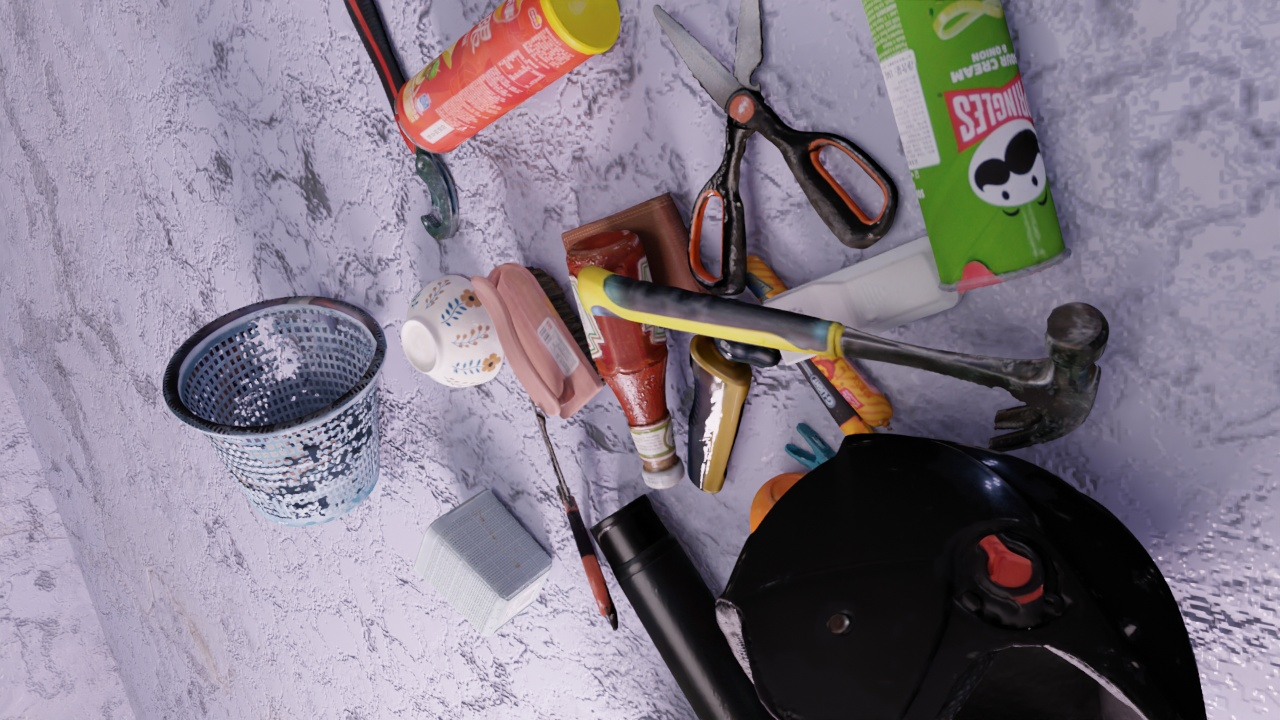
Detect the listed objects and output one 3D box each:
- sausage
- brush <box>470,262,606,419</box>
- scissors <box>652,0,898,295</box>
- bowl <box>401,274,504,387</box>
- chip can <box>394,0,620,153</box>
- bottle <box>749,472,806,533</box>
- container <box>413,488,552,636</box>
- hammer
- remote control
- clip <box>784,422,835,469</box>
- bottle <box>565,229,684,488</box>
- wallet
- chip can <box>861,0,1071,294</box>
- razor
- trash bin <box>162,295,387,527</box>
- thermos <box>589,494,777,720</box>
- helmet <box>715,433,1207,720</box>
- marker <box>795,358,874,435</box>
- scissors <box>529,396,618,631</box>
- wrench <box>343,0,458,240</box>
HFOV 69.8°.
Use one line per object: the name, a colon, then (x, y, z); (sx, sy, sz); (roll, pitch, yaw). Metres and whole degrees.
sausage: (0.120, -0.016, 0.641); (0.165, 0.021, 0.022); (50, 134, 14)
brush: (-0.088, -0.022, 0.794); (0.145, 0.072, 0.063); (57, 136, 9)
scissors: (0.073, -0.145, 0.613); (0.221, 0.021, 0.229); (36, 119, 21)
bowl: (-0.192, -0.022, 0.897); (0.113, 0.062, 0.114); (19, 121, 34)
chip can: (-0.111, -0.231, 0.721); (0.217, 0.073, 0.073); (-17, 96, 45)
bottle: (0.115, 0.158, 0.700); (0.067, 0.066, 0.150); (23, 130, 34)
container: (-0.162, 0.213, 0.956); (0.111, 0.089, 0.090); (42, 132, 18)
hammer: (0.106, -0.013, 0.569); (0.324, 0.031, 0.126); (13, 150, 27)
remote control: (0.141, -0.038, 0.595); (0.125, 0.024, 0.049); (-22, 91, 34)
clip: (0.132, 0.072, 0.676); (0.055, 0.013, 0.038); (42, 132, 23)
bottle: (-0.004, 0.004, 0.707); (0.060, 0.059, 0.206); (5, 119, 41)
wallet: (-0.001, -0.070, 0.724); (0.125, 0.032, 0.101); (-13, 103, 45)
chip can: (0.167, -0.158, 0.499); (0.072, 0.072, 0.236); (-11, 100, 45)
razor: (0.065, 0.034, 0.700); (0.067, 0.062, 0.168); (10, 126, 5)
trash bin: (-0.383, 0.070, 1.027); (0.227, 0.225, 0.195); (30, 139, 30)
thermos: (0.043, 0.236, 0.804); (0.242, 0.068, 0.090); (58, 167, 9)
helmet: (0.180, 0.159, 0.523); (0.275, 0.229, 0.233); (7, 143, 32)
marker: (0.140, 0.032, 0.649); (0.018, 0.015, 0.124); (-43, 76, 40)
scissors: (-0.059, 0.139, 0.825); (0.189, 0.015, 0.226); (85, 164, -66)
wrench: (-0.228, -0.245, 0.862); (0.056, 0.016, 0.273); (-13, 100, 44)
